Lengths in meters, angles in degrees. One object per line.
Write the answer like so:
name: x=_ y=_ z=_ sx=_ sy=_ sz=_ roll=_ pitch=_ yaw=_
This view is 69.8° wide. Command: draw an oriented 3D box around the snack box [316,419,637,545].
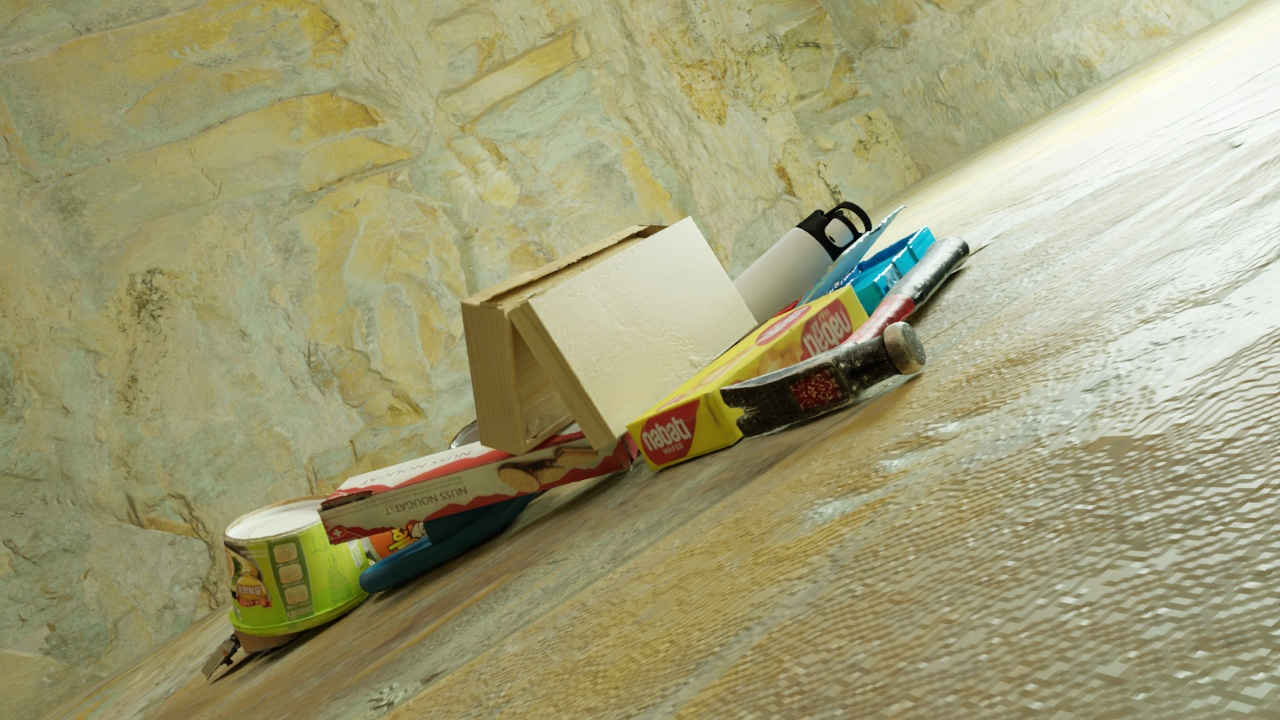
snack box: x=-0.137 y=0.095 z=0.785 sx=0.273 sy=0.044 sz=0.076 roll=-15 pitch=14 yaw=10

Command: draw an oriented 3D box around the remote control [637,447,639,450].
remote control: x=0.013 y=0.056 z=0.872 sx=0.050 sy=0.022 sz=0.133 roll=-30 pitch=3 yaw=17

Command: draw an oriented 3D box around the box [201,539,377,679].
box: x=-0.381 y=0.274 z=1.044 sx=0.157 sy=0.063 sz=0.216 roll=-41 pitch=-2 yaw=26

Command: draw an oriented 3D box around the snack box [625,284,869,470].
snack box: x=0.087 y=0.010 z=0.692 sx=0.200 sy=0.042 sz=0.092 roll=-33 pitch=5 yaw=-40

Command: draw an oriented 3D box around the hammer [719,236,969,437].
hammer: x=0.173 y=-0.033 z=0.655 sx=0.141 sy=0.036 sz=0.325 roll=-27 pitch=4 yaw=37

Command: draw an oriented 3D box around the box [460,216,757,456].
box: x=-0.022 y=-0.030 z=0.774 sx=0.149 sy=0.141 sz=0.247 roll=-2 pitch=21 yaw=34

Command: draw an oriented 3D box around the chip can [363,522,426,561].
chip can: x=-0.208 y=0.156 z=1.040 sx=0.210 sy=0.062 sz=0.062 roll=-31 pitch=3 yaw=-3

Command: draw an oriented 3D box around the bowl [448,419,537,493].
bowl: x=-0.158 y=0.099 z=0.961 sx=0.151 sy=0.057 sz=0.150 roll=-22 pitch=31 yaw=14

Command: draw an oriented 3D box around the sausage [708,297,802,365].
sausage: x=0.122 y=-0.018 z=0.863 sx=0.155 sy=0.040 sz=0.040 roll=-33 pitch=3 yaw=-37

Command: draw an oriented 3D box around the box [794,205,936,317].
box: x=0.208 y=-0.085 z=0.866 sx=0.091 sy=0.066 sz=0.242 roll=-30 pitch=3 yaw=33

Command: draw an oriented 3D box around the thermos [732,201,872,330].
thermos: x=0.131 y=-0.068 z=0.939 sx=0.230 sy=0.068 sz=0.101 roll=-42 pitch=3 yaw=-4

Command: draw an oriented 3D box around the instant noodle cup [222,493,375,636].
instant noodle cup: x=-0.347 y=0.199 z=0.921 sx=0.146 sy=0.098 sz=0.146 roll=-11 pitch=12 yaw=2

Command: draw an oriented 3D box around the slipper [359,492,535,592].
slipper: x=-0.178 y=0.151 z=0.862 sx=0.214 sy=0.059 sz=0.103 roll=-32 pitch=0 yaw=14
